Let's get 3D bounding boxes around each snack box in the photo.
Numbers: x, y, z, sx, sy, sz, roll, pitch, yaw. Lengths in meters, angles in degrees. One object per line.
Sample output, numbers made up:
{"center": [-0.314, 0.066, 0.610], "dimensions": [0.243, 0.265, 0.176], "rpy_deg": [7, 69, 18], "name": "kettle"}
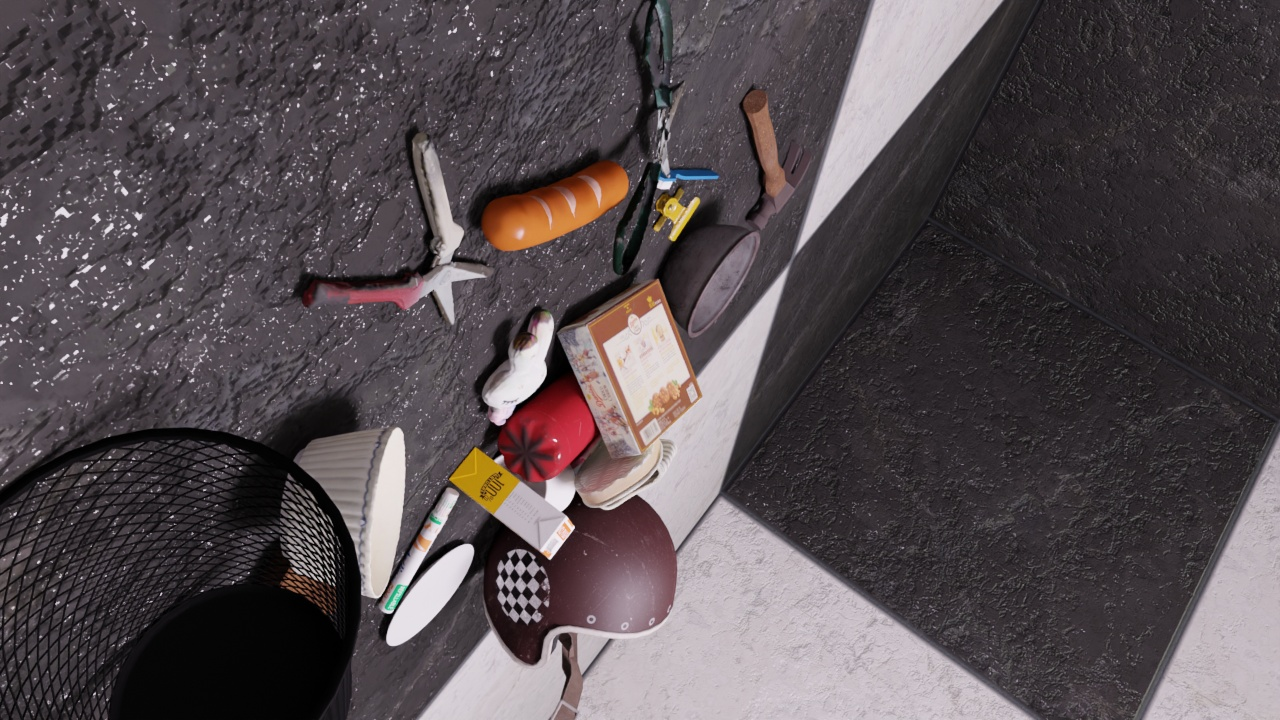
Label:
{"center": [-0.006, 0.006, 0.957], "dimensions": [0.041, 0.147, 0.142], "rpy_deg": [-13, -164, 37], "name": "snack box"}

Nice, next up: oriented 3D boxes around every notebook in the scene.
{"center": [-0.043, 0.078, 1.106], "dimensions": [0.152, 0.012, 0.209], "rpy_deg": [-50, -178, -21], "name": "notebook"}

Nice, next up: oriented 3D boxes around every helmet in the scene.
{"center": [-0.077, 0.271, 1.105], "dimensions": [0.254, 0.234, 0.232], "rpy_deg": [-57, 160, 22], "name": "helmet"}

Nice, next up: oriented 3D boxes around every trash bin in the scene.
{"center": [-0.241, 0.164, 0.500], "dimensions": [0.183, 0.184, 0.211], "rpy_deg": [-47, 169, -30], "name": "trash bin"}

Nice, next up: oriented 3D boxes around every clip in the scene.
{"center": [0.031, -0.156, 0.947], "dimensions": [0.054, 0.048, 0.046], "rpy_deg": [-56, -153, 5], "name": "clip"}

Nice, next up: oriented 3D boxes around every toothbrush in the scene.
{"center": [0.047, -0.185, 0.932], "dimensions": [0.014, 0.016, 0.166], "rpy_deg": [-62, 165, 22], "name": "toothbrush"}

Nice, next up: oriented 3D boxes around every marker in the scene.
{"center": [-0.219, 0.188, 0.904], "dimensions": [0.146, 0.017, 0.017], "rpy_deg": [-59, 165, 13], "name": "marker"}

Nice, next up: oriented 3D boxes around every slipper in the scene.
{"center": [-0.016, 0.112, 1.040], "dimensions": [0.114, 0.054, 0.272], "rpy_deg": [-30, -172, 3], "name": "slipper"}

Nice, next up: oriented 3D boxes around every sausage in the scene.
{"center": [-0.062, -0.117, 0.694], "dimensions": [0.163, 0.039, 0.045], "rpy_deg": [-36, 159, -52], "name": "sausage"}

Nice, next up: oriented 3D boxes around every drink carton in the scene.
{"center": [-0.122, 0.142, 0.900], "dimensions": [0.040, 0.122, 0.058], "rpy_deg": [-52, 165, -14], "name": "drink carton"}

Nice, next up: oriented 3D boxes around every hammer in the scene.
{"center": [0.157, -0.248, 1.114], "dimensions": [0.115, 0.033, 0.323], "rpy_deg": [-54, 165, 1], "name": "hammer"}

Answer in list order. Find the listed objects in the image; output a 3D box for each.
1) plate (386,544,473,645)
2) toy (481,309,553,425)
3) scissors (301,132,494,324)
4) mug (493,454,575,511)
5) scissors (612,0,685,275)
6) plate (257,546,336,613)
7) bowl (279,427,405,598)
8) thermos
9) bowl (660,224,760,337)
{"center": [-0.234, 0.255, 1.012], "dimensions": [0.134, 0.011, 0.135], "rpy_deg": [-50, 164, -20], "name": "plate"}
{"center": [-0.110, 0.013, 0.830], "dimensions": [0.079, 0.038, 0.123], "rpy_deg": [-47, 167, -53], "name": "toy"}
{"center": [-0.142, -0.070, 0.593], "dimensions": [0.198, 0.015, 0.180], "rpy_deg": [-37, 157, -52], "name": "scissors"}
{"center": [-0.116, 0.116, 0.990], "dimensions": [0.090, 0.074, 0.110], "rpy_deg": [18, 80, -75], "name": "mug"}
{"center": [0.006, -0.172, 0.737], "dimensions": [0.202, 0.015, 0.204], "rpy_deg": [71, 34, -67], "name": "scissors"}
{"center": [-0.256, 0.166, 0.723], "dimensions": [0.131, 0.025, 0.131], "rpy_deg": [-50, 164, -20], "name": "plate"}
{"center": [-0.201, 0.100, 0.621], "dimensions": [0.115, 0.062, 0.115], "rpy_deg": [-177, -88, -85], "name": "bowl"}
{"center": [-0.062, 0.045, 0.978], "dimensions": [0.239, 0.073, 0.073], "rpy_deg": [-43, 161, -57], "name": "thermos"}
{"center": [0.074, -0.106, 1.086], "dimensions": [0.144, 0.067, 0.145], "rpy_deg": [-50, 164, -20], "name": "bowl"}
